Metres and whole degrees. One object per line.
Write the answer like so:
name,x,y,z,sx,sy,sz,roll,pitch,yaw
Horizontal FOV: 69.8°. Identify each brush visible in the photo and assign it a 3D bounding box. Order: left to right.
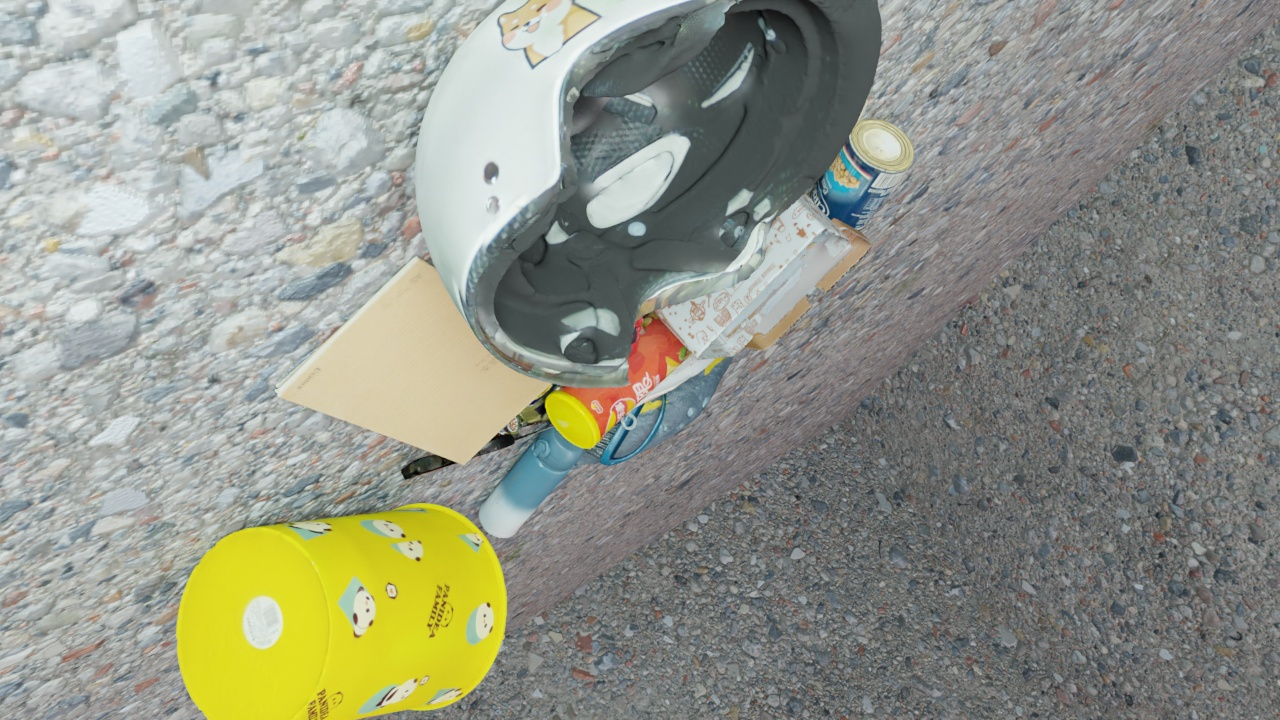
brush,-0.010,0.075,1.199,0.144,0.073,0.055,-61,173,-1

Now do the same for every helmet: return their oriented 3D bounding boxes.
helmet,-0.014,-0.127,0.510,0.273,0.157,0.230,-44,154,-10

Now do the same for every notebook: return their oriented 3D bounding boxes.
notebook,-0.161,0.009,0.742,0.150,0.012,0.211,-41,145,11

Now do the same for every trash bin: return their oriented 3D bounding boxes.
trash bin,-0.300,0.259,0.931,0.230,0.229,0.255,-40,158,12

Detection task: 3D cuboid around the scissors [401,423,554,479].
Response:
scissors,-0.179,0.097,1.040,0.204,0.021,0.225,-18,178,-11

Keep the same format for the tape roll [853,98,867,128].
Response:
tape roll,0.183,-0.225,0.884,0.085,0.014,0.086,-38,163,-14

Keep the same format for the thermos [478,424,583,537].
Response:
thermos,-0.149,0.161,1.242,0.070,0.070,0.221,-20,157,-47

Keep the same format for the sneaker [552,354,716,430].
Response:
sneaker,0.009,0.022,1.113,0.242,0.089,0.091,-30,149,-8

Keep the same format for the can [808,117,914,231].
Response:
can,0.240,-0.201,1.003,0.075,0.075,0.111,-29,162,-28

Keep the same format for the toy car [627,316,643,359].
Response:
toy car,-0.022,-0.020,0.878,0.049,0.031,0.106,-34,164,-18

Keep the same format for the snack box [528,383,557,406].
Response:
snack box,-0.084,-0.030,0.853,0.183,0.046,0.177,-40,165,11

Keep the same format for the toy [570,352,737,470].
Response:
toy,0.016,0.065,1.296,0.356,0.091,0.138,-34,-168,-5

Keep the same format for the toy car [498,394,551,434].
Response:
toy car,-0.134,0.057,0.979,0.070,0.042,0.157,-5,-177,30

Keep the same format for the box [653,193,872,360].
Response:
box,0.137,-0.086,0.956,0.177,0.082,0.260,-46,162,20

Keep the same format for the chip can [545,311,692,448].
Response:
chip can,-0.006,0.006,1.002,0.216,0.073,0.073,-41,169,-33

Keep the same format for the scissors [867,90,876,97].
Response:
scissors,0.166,-0.221,0.899,0.180,0.014,0.160,-30,163,-29
